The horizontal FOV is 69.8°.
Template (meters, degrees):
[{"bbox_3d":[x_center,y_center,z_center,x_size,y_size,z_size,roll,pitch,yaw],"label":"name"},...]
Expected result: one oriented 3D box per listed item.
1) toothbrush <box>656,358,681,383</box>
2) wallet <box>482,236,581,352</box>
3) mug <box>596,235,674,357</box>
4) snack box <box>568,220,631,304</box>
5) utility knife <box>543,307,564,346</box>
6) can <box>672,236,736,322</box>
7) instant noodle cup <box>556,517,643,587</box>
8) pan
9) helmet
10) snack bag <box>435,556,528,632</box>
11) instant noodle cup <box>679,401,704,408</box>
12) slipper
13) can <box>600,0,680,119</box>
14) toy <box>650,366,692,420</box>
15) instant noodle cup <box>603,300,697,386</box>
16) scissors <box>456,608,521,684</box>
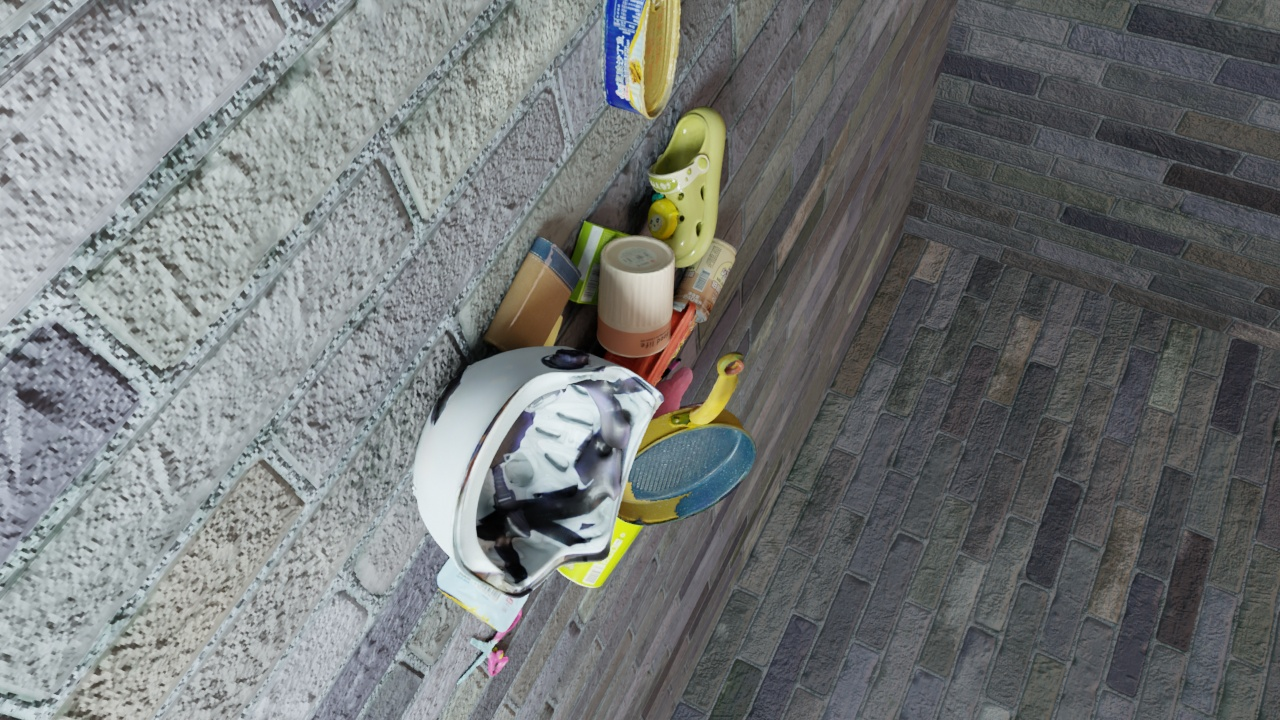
[{"bbox_3d":[0.021,0.031,1.372,0.188,0.014,0.018,-41,139,-54],"label":"toothbrush"},{"bbox_3d":[-0.104,-0.054,0.897,0.115,0.033,0.090,-64,159,-8],"label":"wallet"},{"bbox_3d":[0.001,-0.078,0.998,0.114,0.082,0.106,-55,156,-47],"label":"mug"},{"bbox_3d":[-0.036,-0.105,1.035,0.156,0.026,0.086,-5,115,-69],"label":"snack box"},{"bbox_3d":[-0.106,0.003,0.971,0.188,0.020,0.031,-64,159,13],"label":"utility knife"},{"bbox_3d":[0.091,-0.117,1.328,0.116,0.058,0.058,-64,161,-12],"label":"can"},{"bbox_3d":[-0.061,0.237,1.249,0.123,0.112,0.111,-61,163,8],"label":"instant noodle cup"},{"bbox_3d":[0.064,0.093,1.083,0.197,0.078,0.358,-11,140,-19],"label":"pan"},{"bbox_3d":[-0.113,0.082,0.844,0.258,0.146,0.229,-4,114,-52],"label":"helmet"},{"bbox_3d":[-0.134,0.192,1.008,0.190,0.110,0.039,-57,-158,-22],"label":"snack bag"},{"bbox_3d":[0.037,0.133,1.302,0.174,0.060,0.137,-16,-147,55],"label":"instant noodle cup"},{"bbox_3d":[0.041,-0.206,1.068,0.081,0.092,0.190,9,93,-39],"label":"slipper"},{"bbox_3d":[0.000,-0.305,0.873,0.074,0.049,0.148,-53,156,-39],"label":"can"},{"bbox_3d":[-0.005,0.104,1.239,0.179,0.074,0.194,-45,-169,46],"label":"toy"},{"bbox_3d":[-0.007,0.006,1.109,0.164,0.079,0.189,-62,-177,-18],"label":"instant noodle cup"},{"bbox_3d":[-0.187,0.360,1.164,0.130,0.017,0.133,-59,156,-19],"label":"scissors"}]
